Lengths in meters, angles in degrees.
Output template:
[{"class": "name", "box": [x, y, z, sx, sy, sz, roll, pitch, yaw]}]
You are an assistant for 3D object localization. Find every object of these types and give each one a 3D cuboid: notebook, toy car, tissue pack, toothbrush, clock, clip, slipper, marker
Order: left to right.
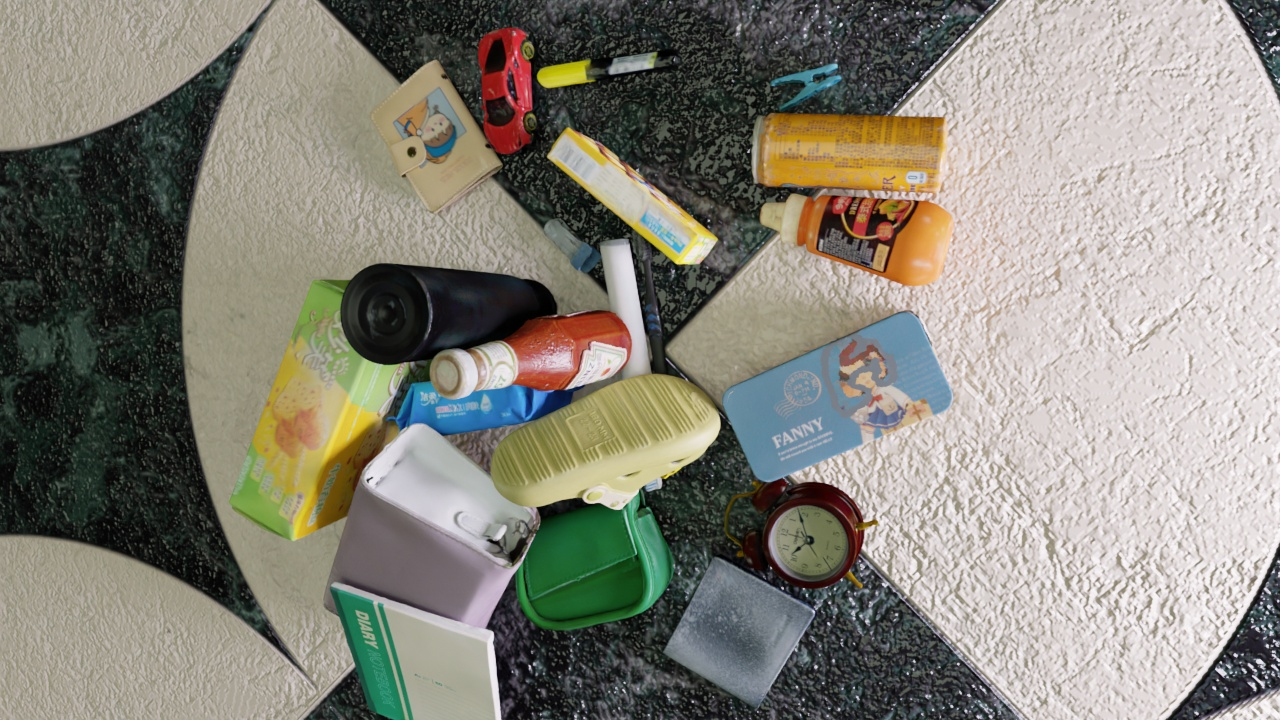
[{"class": "notebook", "box": [-0.195, 0.284, 0.825, 0.150, 0.012, 0.210, 15, 132, 14]}, {"class": "tissue pack", "box": [-0.136, 0.032, 0.801, 0.157, 0.094, 0.052, -9, 91, 17]}, {"class": "toy car", "box": [-0.117, -0.233, 0.798, 0.049, 0.031, 0.106, 2, 98, 36]}, {"class": "clip", "box": [-0.063, -0.104, 0.808, 0.058, 0.045, 0.027, 47, 107, 16]}, {"class": "slipper", "box": [-0.028, 0.076, 0.757, 0.190, 0.082, 0.091, -18, 48, -11]}, {"class": "marker", "box": [-0.028, -0.251, 0.789, 0.124, 0.015, 0.018, -5, 88, 12]}, {"class": "toothbrush", "box": [-0.005, 0.005, 0.799, 0.026, 0.027, 0.221, -10, 93, -18]}, {"class": "toothbrush", "box": [0.012, -0.024, 0.798, 0.014, 0.016, 0.189, -7, 94, 19]}, {"class": "clock", "box": [0.130, 0.142, 0.760, 0.122, 0.055, 0.082, 14, 99, 15]}, {"class": "clip", "box": [0.135, -0.225, 0.748, 0.056, 0.013, 0.039, -20, 90, 15]}]

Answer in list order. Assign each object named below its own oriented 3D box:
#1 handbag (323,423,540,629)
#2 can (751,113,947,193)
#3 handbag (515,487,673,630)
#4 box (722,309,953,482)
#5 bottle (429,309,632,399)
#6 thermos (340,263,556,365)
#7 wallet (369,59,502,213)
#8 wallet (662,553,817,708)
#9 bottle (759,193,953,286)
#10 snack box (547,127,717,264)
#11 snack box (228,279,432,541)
[{"class": "handbag", "box": [-0.179, 0.166, 0.790, 0.145, 0.098, 0.198, 34, 131, 5]}, {"class": "can", "box": [0.164, -0.164, 0.722, 0.146, 0.058, 0.058, 5, 96, 14]}, {"class": "handbag", "box": [-0.043, 0.171, 0.808, 0.131, 0.068, 0.120, -15, 83, 17]}, {"class": "box", "box": [0.153, 0.030, 0.743, 0.184, 0.059, 0.090, -27, 87, 14]}, {"class": "bottle", "box": [-0.079, -0.003, 0.705, 0.060, 0.205, 0.060, 5, 100, 30]}, {"class": "thermos", "box": [-0.144, -0.030, 0.720, 0.090, 0.242, 0.068, -34, 83, 14]}, {"class": "wallet", "box": [-0.188, -0.199, 0.832, 0.087, 0.024, 0.115, -32, 88, 10]}, {"class": "wallet", "box": [0.084, 0.233, 0.788, 0.097, 0.019, 0.121, 28, 116, 9]}, {"class": "bottle", "box": [0.167, -0.103, 0.729, 0.150, 0.066, 0.067, 15, 99, 20]}, {"class": "snack box", "box": [-0.004, -0.133, 0.755, 0.140, 0.086, 0.034, 42, 104, 8]}, {"class": "snack box", "box": [-0.249, 0.036, 0.797, 0.070, 0.157, 0.210, 27, 101, 10]}]
